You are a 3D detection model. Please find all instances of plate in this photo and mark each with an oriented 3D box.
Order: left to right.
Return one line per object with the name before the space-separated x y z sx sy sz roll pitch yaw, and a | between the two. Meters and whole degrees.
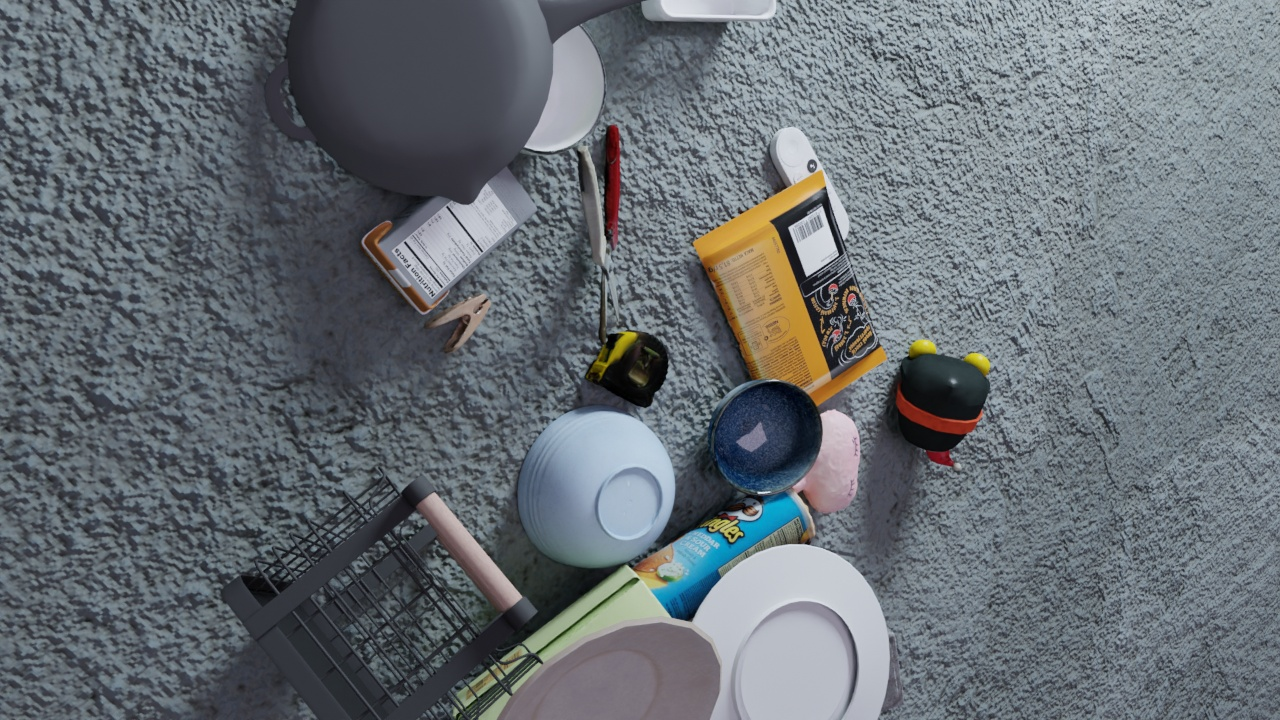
plate | -0.028 0.254 0.659 0.188 0.027 0.189 -14 122 -24
plate | 0.126 0.257 0.752 0.208 0.015 0.208 1 88 -25

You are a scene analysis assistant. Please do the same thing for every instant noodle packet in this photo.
instant noodle packet | 0.157 -0.056 0.927 0.159 0.032 0.221 -31 111 -18

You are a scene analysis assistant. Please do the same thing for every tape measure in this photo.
tape measure | -0.005 0.005 0.836 0.067 0.038 0.062 31 79 -29

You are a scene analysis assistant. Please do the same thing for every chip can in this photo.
chip can | 0.059 0.199 0.877 0.229 0.080 0.080 -27 109 -24

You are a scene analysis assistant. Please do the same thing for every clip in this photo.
clip | -0.152 -0.038 0.753 0.041 0.024 0.060 45 63 -29

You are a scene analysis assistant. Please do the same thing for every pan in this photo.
pan | -0.103 -0.239 0.671 0.354 0.024 0.216 -19 96 -2

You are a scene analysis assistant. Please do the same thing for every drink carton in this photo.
drink carton | -0.152 -0.104 0.729 0.124 0.048 0.076 -46 116 -19

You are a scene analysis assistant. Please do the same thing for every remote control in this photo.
remote control | 0.174 -0.176 0.936 0.043 0.013 0.136 -44 115 -19

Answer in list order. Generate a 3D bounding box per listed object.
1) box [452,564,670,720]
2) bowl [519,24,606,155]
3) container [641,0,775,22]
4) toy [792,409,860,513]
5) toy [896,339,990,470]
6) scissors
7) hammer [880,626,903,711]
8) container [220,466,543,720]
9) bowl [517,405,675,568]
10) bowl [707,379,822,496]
box | -0.065 0.245 0.744 0.188 0.130 0.064 -35 123 -10
bowl | -0.092 -0.222 0.742 0.116 0.066 0.116 -4 98 -30
container | 0.055 -0.343 0.824 0.129 0.050 0.081 -11 101 -29
toy | 0.180 0.107 0.955 0.105 0.053 0.108 -3 99 -16
toy | 0.327 0.052 1.012 0.097 0.099 0.119 16 117 9
scissors | -0.032 -0.117 0.769 0.015 0.179 0.198 1 79 9
hammer | 0.067 0.294 0.871 0.326 0.177 0.079 -13 103 -10
container | -0.161 0.178 0.637 0.130 0.242 0.163 -40 84 -17
bowl | -0.026 0.118 0.816 0.150 0.075 0.150 -4 97 -31
bowl | 0.114 0.069 0.897 0.114 0.061 0.114 -3 102 -14
